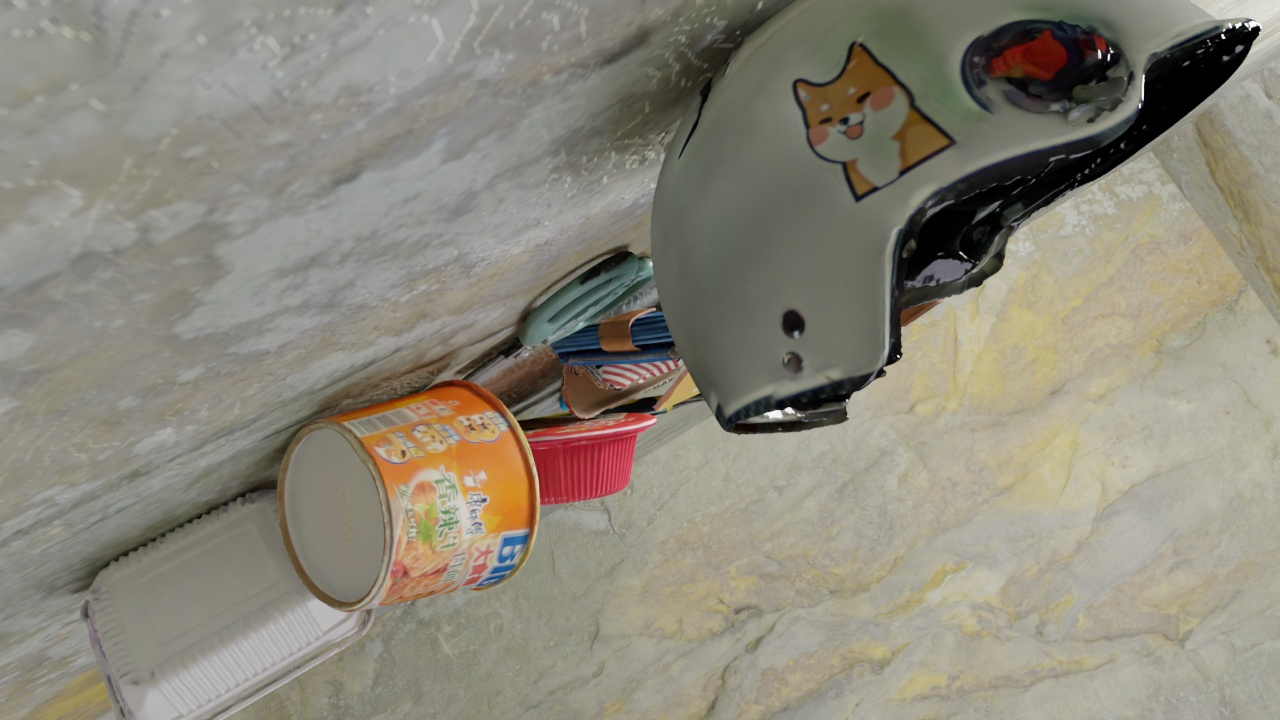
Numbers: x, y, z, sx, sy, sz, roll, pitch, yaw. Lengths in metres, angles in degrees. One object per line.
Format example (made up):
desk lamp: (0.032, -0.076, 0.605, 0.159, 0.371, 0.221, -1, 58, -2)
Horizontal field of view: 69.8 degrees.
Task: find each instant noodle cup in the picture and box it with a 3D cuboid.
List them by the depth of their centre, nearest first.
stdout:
instant noodle cup: (-0.158, 0.091, 0.605, 0.152, 0.151, 0.111, -37, 162, 34)
instant noodle cup: (-0.286, 0.162, 0.623, 0.173, 0.138, 0.060, -29, 150, -20)
instant noodle cup: (-0.078, 0.088, 0.825, 0.194, 0.066, 0.194, -6, -178, 0)

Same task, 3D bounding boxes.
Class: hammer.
hammer: (0.010, 0.051, 0.981, 0.323, 0.032, 0.126, -11, -175, -13)

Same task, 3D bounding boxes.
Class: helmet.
helmet: (0.111, -0.092, 0.425, 0.274, 0.157, 0.230, -42, 168, 4)

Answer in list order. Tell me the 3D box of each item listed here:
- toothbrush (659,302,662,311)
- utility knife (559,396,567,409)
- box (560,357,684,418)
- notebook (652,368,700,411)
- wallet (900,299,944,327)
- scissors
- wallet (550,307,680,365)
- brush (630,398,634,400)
toothbrush: (0.037, -0.070, 0.765, 0.018, 0.016, 0.192, -19, 169, -12)
utility knife: (-0.067, 0.032, 0.975, 0.034, 0.018, 0.160, -29, 173, -17)
box: (-0.008, 0.007, 0.858, 0.162, 0.076, 0.088, -26, 149, -45)
notebook: (0.104, -0.022, 0.860, 0.145, 0.010, 0.207, -23, 163, -29)
wallet: (0.265, -0.104, 0.978, 0.031, 0.131, 0.108, -26, 172, -9)
scissors: (-0.057, -0.027, 0.677, 0.186, 0.019, 0.129, -35, 172, 34)
wallet: (0.008, -0.023, 0.728, 0.133, 0.040, 0.106, -6, -173, 32)
brush: (-0.029, 0.061, 1.083, 0.055, 0.073, 0.144, -35, 172, -7)
